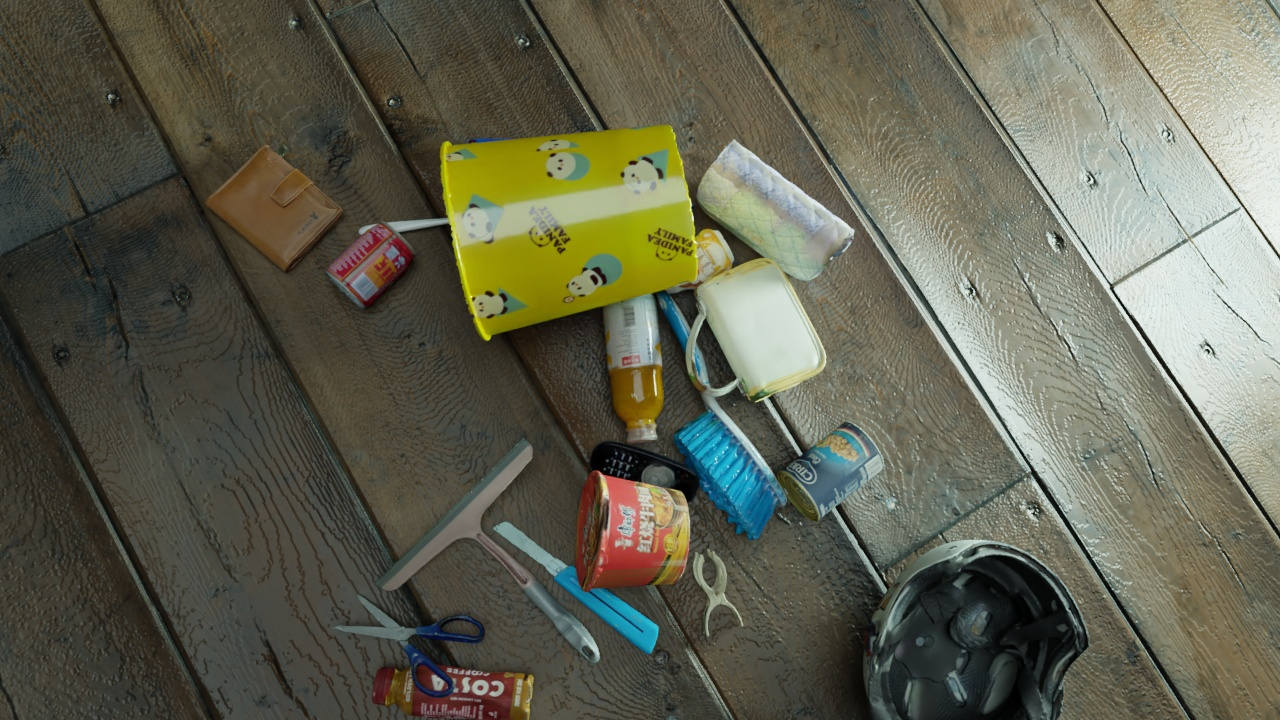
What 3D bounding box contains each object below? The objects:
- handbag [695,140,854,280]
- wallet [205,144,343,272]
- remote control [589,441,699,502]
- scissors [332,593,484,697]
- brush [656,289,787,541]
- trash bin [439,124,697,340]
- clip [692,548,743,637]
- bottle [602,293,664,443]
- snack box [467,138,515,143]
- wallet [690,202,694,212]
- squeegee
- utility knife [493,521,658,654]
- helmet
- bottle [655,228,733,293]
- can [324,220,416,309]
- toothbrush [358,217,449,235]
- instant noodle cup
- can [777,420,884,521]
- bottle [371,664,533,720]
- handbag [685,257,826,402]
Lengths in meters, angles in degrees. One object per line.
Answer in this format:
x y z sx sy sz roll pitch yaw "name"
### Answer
0.164 -0.180 1.152 0.194 0.134 0.075 36 76 2 "handbag"
-0.447 -0.193 1.136 0.130 0.035 0.119 40 83 1 "wallet"
0.005 0.135 1.120 0.136 0.024 0.053 19 102 2 "remote control"
-0.255 0.312 1.038 0.164 0.012 0.162 -19 50 -24 "scissors"
0.079 0.065 1.128 0.109 0.061 0.314 -36 90 -18 "brush"
-0.077 -0.157 1.055 0.255 0.230 0.229 -10 80 -2 "trash bin"
0.090 0.278 1.104 0.071 0.035 0.100 -12 85 -10 "clip"
-0.007 0.007 1.128 0.068 0.068 0.189 -4 80 -8 "bottle"
-0.143 -0.239 1.171 0.157 0.026 0.084 0 80 2 "snack box"
-0.002 -0.174 1.179 0.097 0.019 0.120 30 77 20 "wallet"
-0.136 0.261 1.077 0.248 0.040 0.249 -44 93 4 "squeegee"
-0.077 0.266 1.095 0.238 0.018 0.034 36 77 3 "utility knife"
0.361 0.334 1.063 0.230 0.157 0.274 28 88 -3 "helmet"
0.062 -0.119 1.165 0.108 0.063 0.063 -30 83 3 "bottle"
-0.326 -0.117 1.115 0.066 0.066 0.093 42 77 2 "can"
-0.265 -0.173 1.162 0.180 0.016 0.016 -8 78 -6 "toothbrush"
-0.010 0.201 1.063 0.108 0.138 0.137 7 78 -15 "instant noodle cup"
0.235 0.135 1.128 0.111 0.075 0.075 -35 85 -12 "can"
-0.211 0.375 1.035 0.175 0.057 0.057 8 78 -5 "bottle"
0.122 -0.027 1.137 0.178 0.063 0.163 -22 80 -26 "handbag"
